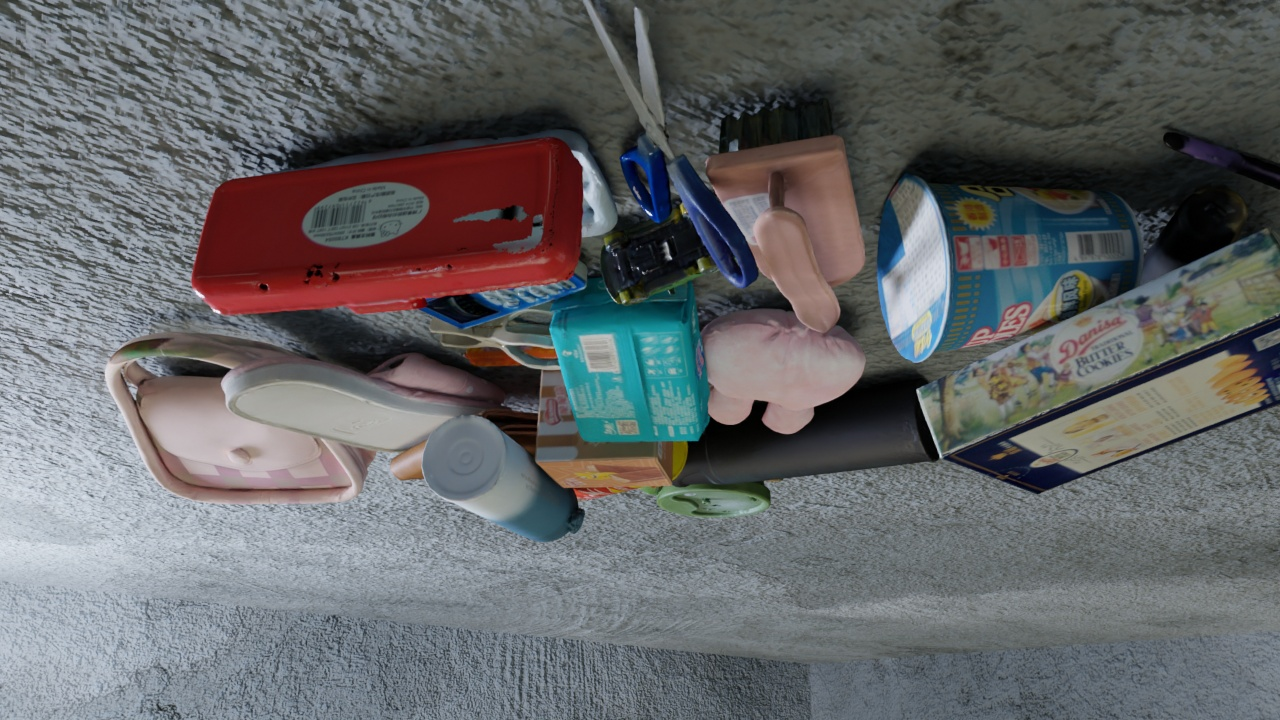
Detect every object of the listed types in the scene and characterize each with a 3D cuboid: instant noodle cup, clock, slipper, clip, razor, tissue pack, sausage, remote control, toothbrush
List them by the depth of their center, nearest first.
[{"bbox_3d":[0.337,-0.090,0.473,0.189,0.014,0.017,11,168,-19],"label":"toothbrush"},{"bbox_3d":[0.194,-0.052,0.485,0.110,0.099,0.099,-4,158,-4],"label":"instant noodle cup"},{"bbox_3d":[0.318,-0.043,0.549,0.067,0.062,0.167,-29,150,-4],"label":"razor"},{"bbox_3d":[-0.094,-0.049,0.596,0.125,0.024,0.049,-15,151,33],"label":"remote control"},{"bbox_3d":[-0.004,0.004,0.627,0.093,0.050,0.134,-1,133,11],"label":"tissue pack"},{"bbox_3d":[-0.096,-0.025,0.646,0.104,0.034,0.087,13,159,-6],"label":"clip"},{"bbox_3d":[-0.058,-0.009,0.692,0.165,0.021,0.021,-3,157,12],"label":"sausage"},{"bbox_3d":[-0.206,0.029,0.740,0.114,0.054,0.274,-23,157,28],"label":"slipper"},{"bbox_3d":[0.060,0.125,0.954,0.161,0.056,0.116,-7,155,20],"label":"clock"}]

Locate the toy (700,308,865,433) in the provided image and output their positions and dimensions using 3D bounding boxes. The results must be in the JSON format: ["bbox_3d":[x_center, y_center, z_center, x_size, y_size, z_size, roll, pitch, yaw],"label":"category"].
[{"bbox_3d":[0.096,0.010,0.677,0.121,0.054,0.160,10,152,-1],"label":"toy"}]

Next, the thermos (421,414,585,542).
[{"bbox_3d":[-0.101,0.103,0.742,0.070,0.070,0.220,-3,160,12],"label":"thermos"}]

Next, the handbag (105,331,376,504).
[{"bbox_3d":[-0.344,0.039,0.777,0.193,0.093,0.234,0,150,4],"label":"handbag"}]

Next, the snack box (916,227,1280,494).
[{"bbox_3d":[0.273,0.015,0.511,0.183,0.045,0.177,-29,151,30],"label":"snack box"}]

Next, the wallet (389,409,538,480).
[{"bbox_3d":[-0.130,0.075,0.792,0.131,0.035,0.119,-27,153,37],"label":"wallet"}]

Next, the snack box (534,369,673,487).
[{"bbox_3d":[-0.025,0.046,0.727,0.094,0.092,0.077,-3,157,11],"label":"snack box"}]

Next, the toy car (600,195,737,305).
[{"bbox_3d":[0.019,-0.062,0.527,0.091,0.043,0.036,-18,173,25],"label":"toy car"}]

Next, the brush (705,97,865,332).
[{"bbox_3d":[0.082,-0.067,0.476,0.063,0.073,0.145,-6,158,18],"label":"brush"}]

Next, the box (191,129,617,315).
[{"bbox_3d":[-0.119,-0.058,0.486,0.201,0.095,0.100,-5,154,13],"label":"box"}]

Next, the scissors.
[{"bbox_3d":[0.008,-0.099,0.425,0.162,0.012,0.163,53,171,-16],"label":"scissors"}]

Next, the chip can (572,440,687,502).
[{"bbox_3d":[-0.047,0.097,0.864,0.073,0.073,0.217,17,156,-31],"label":"chip can"}]

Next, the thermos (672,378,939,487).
[{"bbox_3d":[0.126,0.062,0.793,0.243,0.068,0.090,-12,132,32],"label":"thermos"}]
